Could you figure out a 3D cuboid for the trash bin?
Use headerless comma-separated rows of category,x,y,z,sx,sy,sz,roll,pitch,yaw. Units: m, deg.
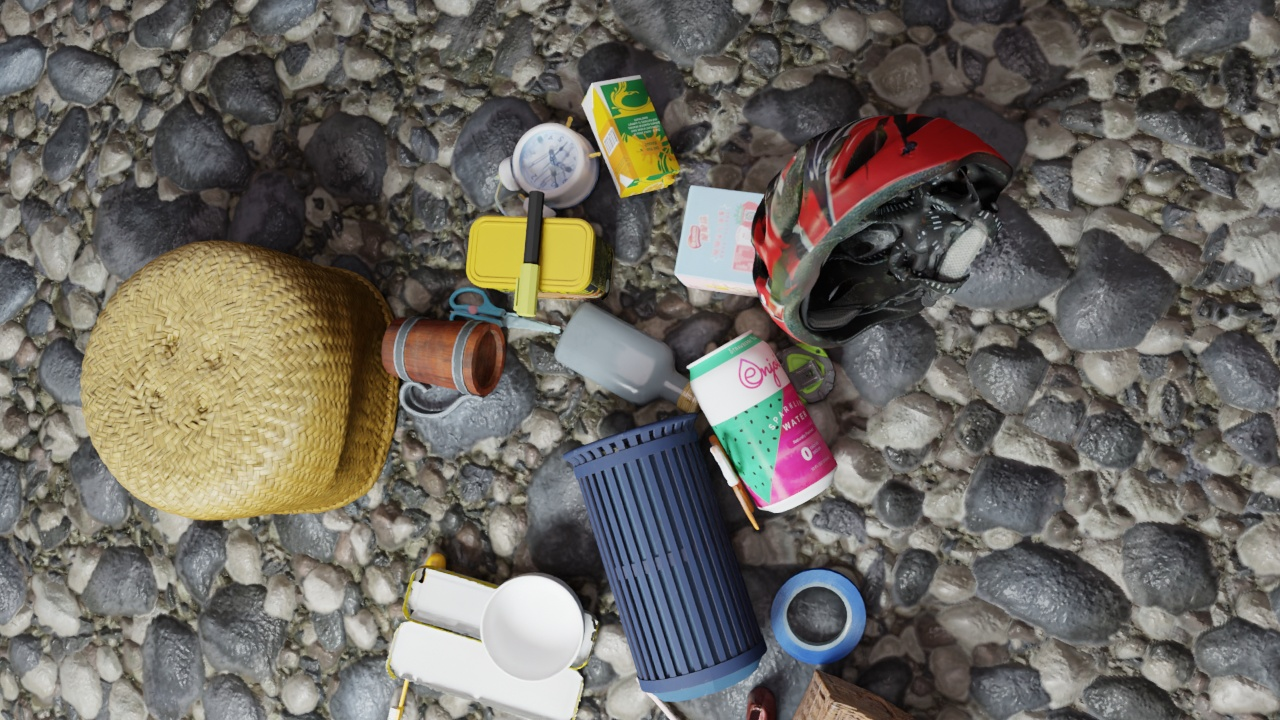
trash bin,0.027,0.190,0.892,0.139,0.139,0.249,-19,83,11

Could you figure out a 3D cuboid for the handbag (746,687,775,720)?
handbag,0.109,0.351,0.867,0.029,0.119,0.055,2,85,13

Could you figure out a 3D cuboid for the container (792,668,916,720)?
container,0.178,0.399,0.843,0.114,0.112,0.198,27,91,4

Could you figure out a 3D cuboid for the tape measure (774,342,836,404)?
tape measure,0.166,0.013,0.925,0.059,0.036,0.065,-31,79,9

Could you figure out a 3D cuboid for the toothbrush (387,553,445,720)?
toothbrush,-0.244,0.306,0.999,0.031,0.031,0.196,14,90,9

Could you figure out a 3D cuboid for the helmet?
helmet,0.203,-0.121,0.825,0.167,0.271,0.218,48,137,26

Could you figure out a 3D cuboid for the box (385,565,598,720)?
box,-0.156,0.301,0.968,0.209,0.023,0.127,15,92,3

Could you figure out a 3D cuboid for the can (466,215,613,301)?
can,-0.101,-0.103,0.963,0.131,0.101,0.072,4,86,13

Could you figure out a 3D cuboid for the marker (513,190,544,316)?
marker,-0.109,-0.106,0.903,0.021,0.017,0.123,3,85,13

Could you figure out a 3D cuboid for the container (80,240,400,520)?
container,-0.431,0.024,0.984,0.307,0.196,0.306,-2,83,14

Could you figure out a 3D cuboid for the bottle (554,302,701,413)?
bottle,-0.006,0.006,0.961,0.161,0.046,0.072,29,92,14

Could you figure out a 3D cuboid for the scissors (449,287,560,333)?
scissors,-0.152,-0.046,1.016,0.137,0.015,0.056,12,86,18

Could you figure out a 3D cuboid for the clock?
clock,-0.104,-0.202,1.000,0.125,0.052,0.089,-41,79,10

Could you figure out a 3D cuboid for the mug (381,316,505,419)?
mug,-0.215,0.009,1.000,0.111,0.081,0.117,8,107,17

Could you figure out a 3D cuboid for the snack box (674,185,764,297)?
snack box,0.092,-0.118,0.931,0.095,0.079,0.093,9,87,11

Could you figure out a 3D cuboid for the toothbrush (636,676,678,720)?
toothbrush,0.060,0.389,0.930,0.018,0.015,0.181,-42,77,1

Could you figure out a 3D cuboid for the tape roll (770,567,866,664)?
tape roll,0.177,0.254,0.913,0.093,0.016,0.091,-4,84,13

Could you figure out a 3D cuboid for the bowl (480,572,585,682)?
bowl,-0.106,0.266,0.928,0.105,0.054,0.105,0,85,2

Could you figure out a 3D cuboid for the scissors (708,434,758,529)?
scissors,0.090,0.115,0.900,0.011,0.128,0.125,-30,47,4

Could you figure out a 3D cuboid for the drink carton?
drink carton,-0.010,-0.235,0.971,0.058,0.041,0.122,-18,79,-24

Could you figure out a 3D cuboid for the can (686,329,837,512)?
can,0.117,0.060,0.895,0.088,0.088,0.166,-30,88,9
